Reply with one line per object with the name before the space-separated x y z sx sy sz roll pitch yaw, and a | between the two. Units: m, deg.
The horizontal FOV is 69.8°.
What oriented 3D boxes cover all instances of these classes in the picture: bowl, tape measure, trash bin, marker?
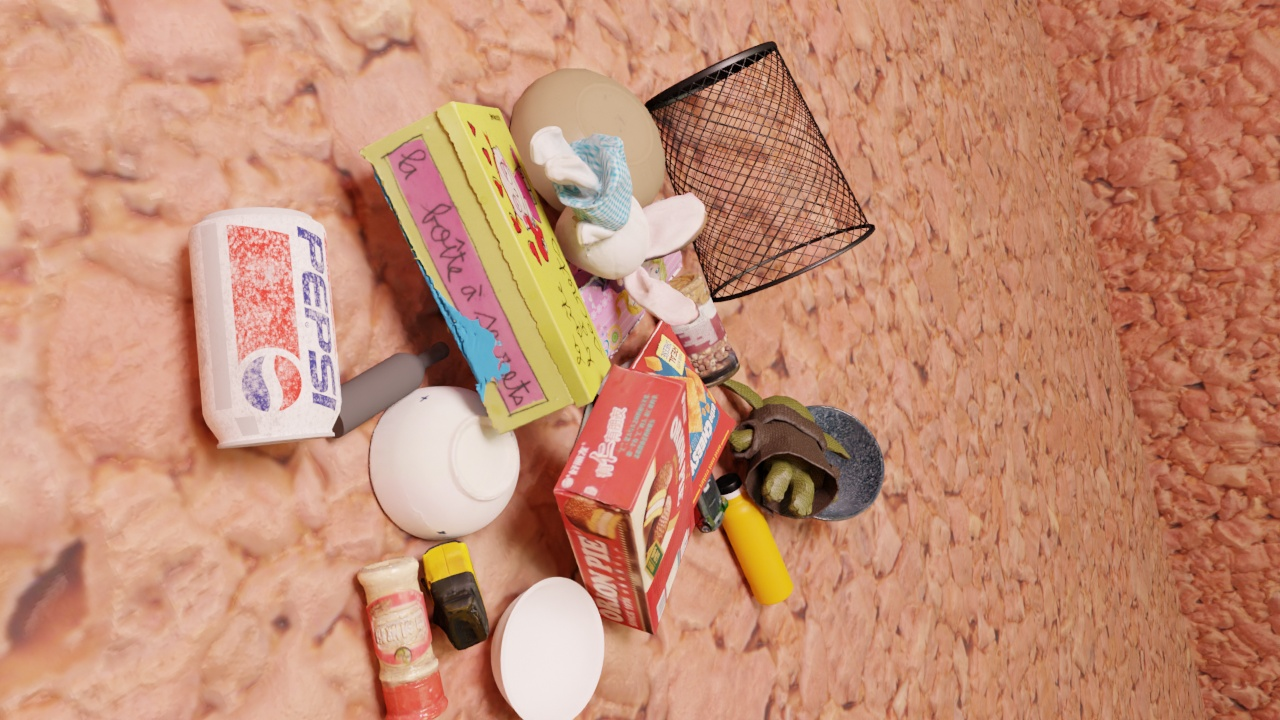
bowl | -0.036 -0.197 0.813 0.152 0.051 0.152 15 63 -31
tape measure | -0.133 0.163 0.647 0.066 0.037 0.064 88 -20 -49
bowl | -0.080 0.225 0.712 0.109 0.041 0.109 14 72 -48
trash bin | 0.112 -0.193 0.935 0.183 0.185 0.210 -36 105 -48
marker | -0.005 0.005 0.849 0.140 0.016 0.016 -35 110 -60
bowl | 0.204 0.125 1.052 0.137 0.057 0.136 3 65 -6
bowl | -0.131 0.073 0.665 0.113 0.063 0.113 13 73 -48

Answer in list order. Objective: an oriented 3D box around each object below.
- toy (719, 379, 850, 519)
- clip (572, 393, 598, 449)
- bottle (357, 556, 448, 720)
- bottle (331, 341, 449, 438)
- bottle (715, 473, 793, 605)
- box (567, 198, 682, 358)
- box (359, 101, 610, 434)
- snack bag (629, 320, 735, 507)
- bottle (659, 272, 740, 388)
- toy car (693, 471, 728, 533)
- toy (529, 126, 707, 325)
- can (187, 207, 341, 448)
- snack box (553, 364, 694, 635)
toy | 0.150 0.098 0.959 0.179 0.078 0.152 30 28 -15
clip | -0.038 0.056 0.815 0.059 0.023 0.076 25 66 -47
bottle | -0.161 0.189 0.621 0.044 0.044 0.109 -12 90 -51
bottle | -0.177 0.015 0.647 0.112 0.030 0.030 -39 112 -47
bottle | 0.115 0.185 0.956 0.043 0.043 0.144 -43 115 -46
box | -0.025 -0.062 0.829 0.084 0.053 0.229 59 43 -23
box | -0.102 -0.067 0.666 0.221 0.081 0.124 64 11 -7
snack bag | 0.031 0.051 0.855 0.144 0.039 0.130 56 44 -25
bottle | 0.055 -0.029 0.918 0.056 0.056 0.105 -45 116 -45
toy car | 0.057 0.128 0.903 0.042 0.036 0.091 -46 116 -46
toy | -0.034 -0.109 0.730 0.205 0.106 0.131 35 51 -53
can | -0.226 -0.018 0.556 0.078 0.078 0.136 -2 84 -51
snack box | -0.004 0.118 0.723 0.237 0.060 0.113 83 26 -54
